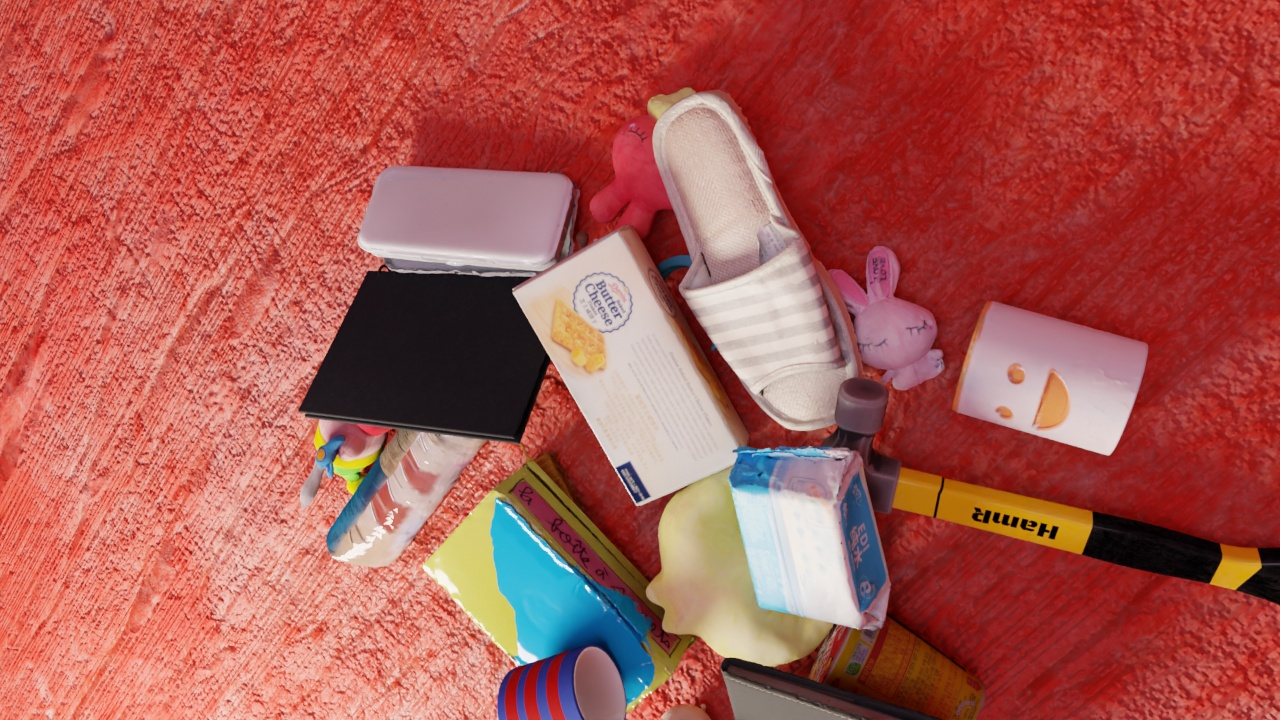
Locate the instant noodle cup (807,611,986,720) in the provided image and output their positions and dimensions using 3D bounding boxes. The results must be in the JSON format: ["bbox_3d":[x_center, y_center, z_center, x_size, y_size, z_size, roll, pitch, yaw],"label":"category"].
[{"bbox_3d":[0.193,0.247,0.697,0.112,0.100,0.100,29,107,11],"label":"instant noodle cup"}]

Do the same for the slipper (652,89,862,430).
[{"bbox_3d":[0.082,-0.072,0.693,0.115,0.053,0.272,-25,90,41],"label":"slipper"}]

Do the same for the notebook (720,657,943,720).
[{"bbox_3d":[0.153,0.308,0.696,0.170,0.029,0.209,9,138,27],"label":"notebook"}]

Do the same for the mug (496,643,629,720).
[{"bbox_3d":[-0.053,0.289,0.749,0.076,0.074,0.112,-25,121,24],"label":"mug"}]

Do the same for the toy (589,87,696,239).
[{"bbox_3d":[0.013,-0.160,0.755,0.091,0.045,0.135,47,107,15],"label":"toy"}]

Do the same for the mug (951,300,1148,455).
[{"bbox_3d":[0.279,0.011,0.631,0.105,0.082,0.082,18,103,22],"label":"mug"}]

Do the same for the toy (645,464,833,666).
[{"bbox_3d":[0.077,0.172,0.756,0.155,0.064,0.170,-31,78,15],"label":"toy"}]

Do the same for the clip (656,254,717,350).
[{"bbox_3d":[0.054,-0.071,0.760,0.119,0.033,0.120,14,102,27],"label":"clip"}]

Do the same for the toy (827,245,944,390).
[{"bbox_3d":[0.184,-0.030,0.691,0.064,0.047,0.110,-32,79,18],"label":"toy"}]

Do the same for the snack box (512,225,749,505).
[{"bbox_3d":[-0.004,0.004,0.748,0.104,0.057,0.208,-27,98,19],"label":"snack box"}]

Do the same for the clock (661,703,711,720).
[{"bbox_3d":[0.012,0.382,0.773,0.086,0.130,0.160,22,104,21],"label":"clock"}]

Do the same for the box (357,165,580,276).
[{"bbox_3d":[-0.156,-0.127,0.829,0.214,0.063,0.118,7,83,26],"label":"box"}]

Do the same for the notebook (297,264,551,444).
[{"bbox_3d":[-0.182,-0.014,0.827,0.232,0.019,0.168,4,60,25],"label":"notebook"}]

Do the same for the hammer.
[{"bbox_3d":[0.283,0.118,0.652,0.325,0.034,0.170,12,125,16],"label":"hammer"}]

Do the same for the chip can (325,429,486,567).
[{"bbox_3d":[-0.217,0.109,0.880,0.080,0.079,0.230,44,112,14],"label":"chip can"}]

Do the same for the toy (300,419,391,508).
[{"bbox_3d":[-0.277,0.080,0.897,0.132,0.124,0.097,-41,118,21],"label":"toy"}]

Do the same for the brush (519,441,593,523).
[{"bbox_3d":[-0.090,0.110,0.851,0.048,0.017,0.126,-32,82,25],"label":"brush"}]

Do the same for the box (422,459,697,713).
[{"bbox_3d":[-0.070,0.212,0.810,0.221,0.079,0.125,43,113,4],"label":"box"}]

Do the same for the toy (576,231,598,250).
[{"bbox_3d":[-0.032,-0.062,0.790,0.054,0.041,0.102,-5,114,-14],"label":"toy"}]

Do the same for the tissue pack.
[{"bbox_3d":[0.123,0.123,0.661,0.093,0.061,0.144,1,115,41],"label":"tissue pack"}]
